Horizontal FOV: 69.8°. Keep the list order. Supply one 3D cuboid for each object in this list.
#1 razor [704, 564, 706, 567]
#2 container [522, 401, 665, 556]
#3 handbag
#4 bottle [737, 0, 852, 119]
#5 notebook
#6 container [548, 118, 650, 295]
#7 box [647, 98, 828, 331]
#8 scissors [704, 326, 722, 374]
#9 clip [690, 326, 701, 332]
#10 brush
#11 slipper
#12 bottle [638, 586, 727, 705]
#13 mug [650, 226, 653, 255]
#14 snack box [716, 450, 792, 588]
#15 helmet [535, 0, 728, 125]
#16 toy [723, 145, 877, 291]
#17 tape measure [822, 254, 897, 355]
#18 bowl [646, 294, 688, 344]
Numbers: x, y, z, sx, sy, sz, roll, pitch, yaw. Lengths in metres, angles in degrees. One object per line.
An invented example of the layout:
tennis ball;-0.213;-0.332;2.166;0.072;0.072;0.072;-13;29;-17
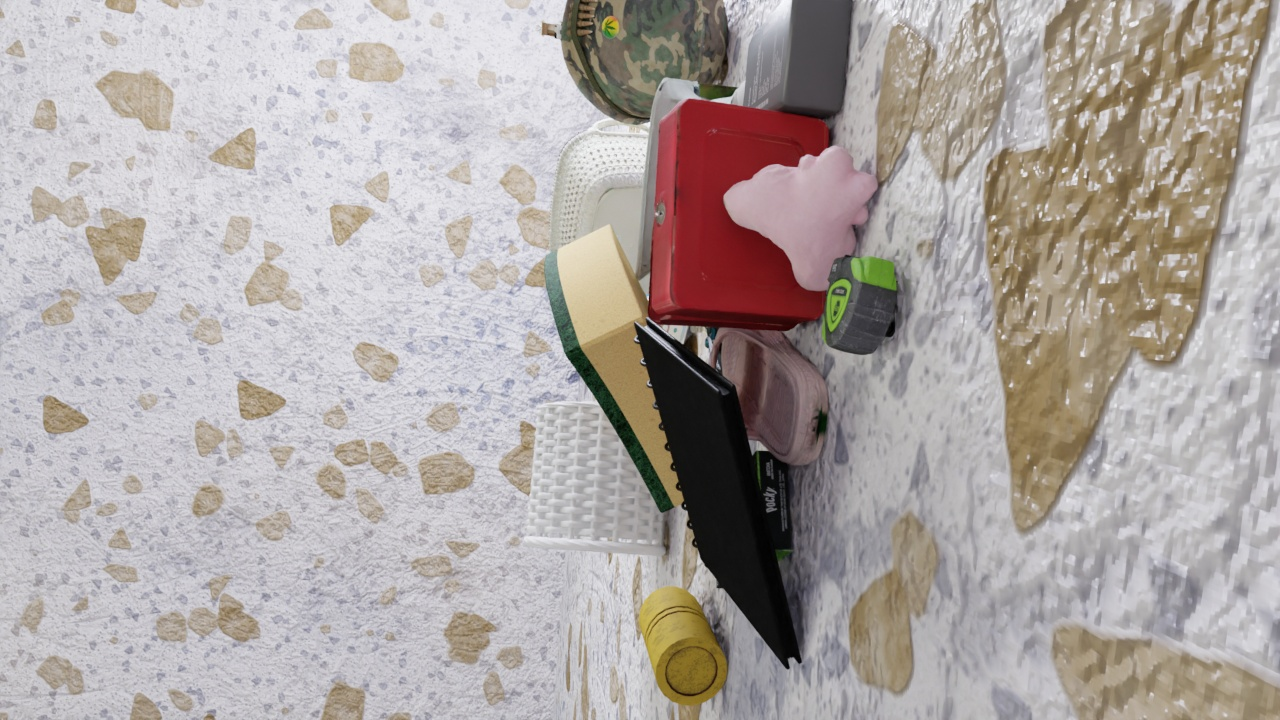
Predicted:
razor;0.079;0.152;0.903;0.042;0.022;0.144;37;136;36
container;-0.055;0.162;1.234;0.189;0.189;0.186;129;146;-76
handbag;0.062;-0.175;0.917;0.141;0.096;0.199;-46;-36;-67
bottle;0.115;-0.228;0.738;0.174;0.046;0.084;-149;63;-81
notebook;0.054;0.093;0.690;0.169;0.019;0.232;-137;28;-63
container;-0.031;-0.200;1.311;0.143;0.184;0.252;-110;24;-50
box;0.073;-0.106;0.689;0.117;0.135;0.157;112;160;-82
scissors;0.082;-0.030;0.975;0.151;0.019;0.130;107;167;-63
clip;0.065;-0.078;1.072;0.054;0.040;0.102;-65;-19;-76
brush;-0.005;0.005;0.927;0.194;0.075;0.250;-108;-9;-56
slipper;0.087;0.020;0.753;0.239;0.064;0.094;-120;35;-73
bottle;0.037;0.282;0.943;0.164;0.071;0.071;-133;47;-79
mug;0.068;-0.116;0.807;0.096;0.110;0.123;-116;31;-65
snack box;0.093;0.139;0.781;0.148;0.025;0.080;111;162;-63
helmet;-0.002;-0.401;1.097;0.237;0.192;0.224;3;104;56
toy;0.114;-0.101;0.611;0.096;0.099;0.052;-44;5;43
tape measure;0.134;-0.032;0.552;0.065;0.036;0.059;-118;42;-81
bowl;0.010;-0.033;1.180;0.144;0.074;0.144;-166;92;-84
